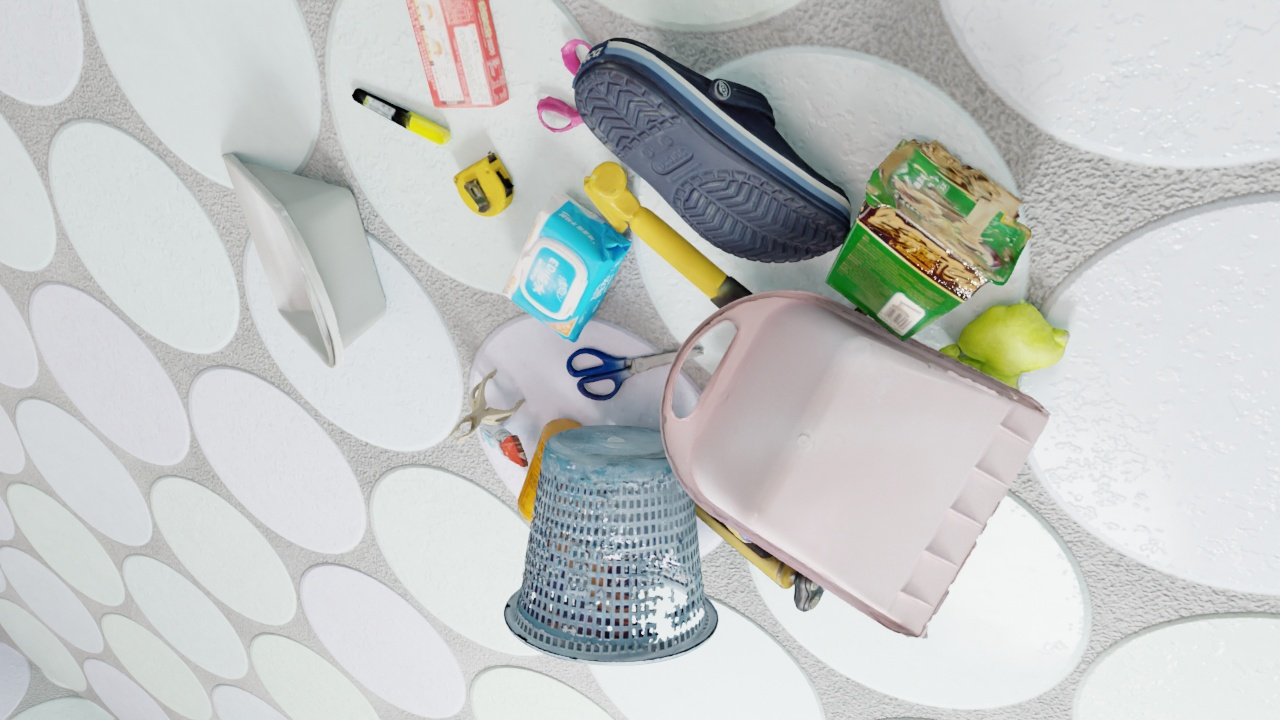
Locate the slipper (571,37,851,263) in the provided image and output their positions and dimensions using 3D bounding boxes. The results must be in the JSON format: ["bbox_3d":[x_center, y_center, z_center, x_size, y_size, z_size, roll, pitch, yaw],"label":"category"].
[{"bbox_3d":[0.060,-0.170,0.734,0.252,0.095,0.105,31,152,-20],"label":"slipper"}]

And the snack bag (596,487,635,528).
[{"bbox_3d":[-0.030,0.170,1.079,0.105,0.026,0.045,30,129,8],"label":"snack bag"}]

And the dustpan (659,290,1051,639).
[{"bbox_3d":[0.162,0.065,0.761,0.273,0.222,0.139,30,-177,-25],"label":"dustpan"}]

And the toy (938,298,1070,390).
[{"bbox_3d":[0.292,-0.007,0.749,0.097,0.031,0.100,13,131,21],"label":"toy"}]

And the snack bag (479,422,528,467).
[{"bbox_3d":[-0.168,0.093,1.096,0.104,0.026,0.048,25,134,54],"label":"snack bag"}]

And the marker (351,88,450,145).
[{"bbox_3d":[-0.242,-0.247,0.927,0.124,0.015,0.018,28,131,16],"label":"marker"}]

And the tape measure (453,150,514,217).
[{"bbox_3d":[-0.156,-0.171,0.915,0.060,0.028,0.057,-17,112,39],"label":"tape measure"}]

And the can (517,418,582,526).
[{"bbox_3d":[-0.103,0.134,1.077,0.058,0.058,0.146,32,133,9],"label":"can"}]

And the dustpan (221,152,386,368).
[{"bbox_3d":[-0.403,-0.102,1.044,0.258,0.142,0.223,9,125,25],"label":"dustpan"}]

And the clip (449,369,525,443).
[{"bbox_3d":[-0.171,0.062,1.054,0.096,0.101,0.035,28,137,-24],"label":"clip"}]

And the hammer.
[{"bbox_3d":[0.070,-0.064,0.803,0.300,0.129,0.033,40,91,-5],"label":"hammer"}]

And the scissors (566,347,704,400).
[{"bbox_3d":[-0.011,-0.004,0.955,0.105,0.012,0.175,45,132,-4],"label":"scissors"}]

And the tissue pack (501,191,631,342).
[{"bbox_3d":[-0.074,-0.089,0.898,0.090,0.063,0.140,37,133,5],"label":"tissue pack"}]

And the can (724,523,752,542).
[{"bbox_3d":[0.100,0.115,0.927,0.049,0.074,0.148,-23,105,37],"label":"can"}]

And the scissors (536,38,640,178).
[{"bbox_3d":[-0.041,-0.217,0.821,0.125,0.017,0.133,-18,114,37],"label":"scissors"}]

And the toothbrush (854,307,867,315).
[{"bbox_3d":[0.164,-0.012,0.835,0.012,0.017,0.186,47,133,5],"label":"toothbrush"}]

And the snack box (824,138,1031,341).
[{"bbox_3d":[0.208,-0.084,0.693,0.118,0.117,0.106,38,138,7],"label":"snack box"}]

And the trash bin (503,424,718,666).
[{"bbox_3d":[-0.026,0.176,0.956,0.227,0.226,0.195,8,101,28],"label":"trash bin"}]

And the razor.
[{"bbox_3d":[0.129,0.197,0.982,0.167,0.062,0.068,36,165,13],"label":"razor"}]

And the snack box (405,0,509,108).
[{"bbox_3d":[-0.171,-0.307,0.830,0.075,0.025,0.153,8,125,29],"label":"snack box"}]
